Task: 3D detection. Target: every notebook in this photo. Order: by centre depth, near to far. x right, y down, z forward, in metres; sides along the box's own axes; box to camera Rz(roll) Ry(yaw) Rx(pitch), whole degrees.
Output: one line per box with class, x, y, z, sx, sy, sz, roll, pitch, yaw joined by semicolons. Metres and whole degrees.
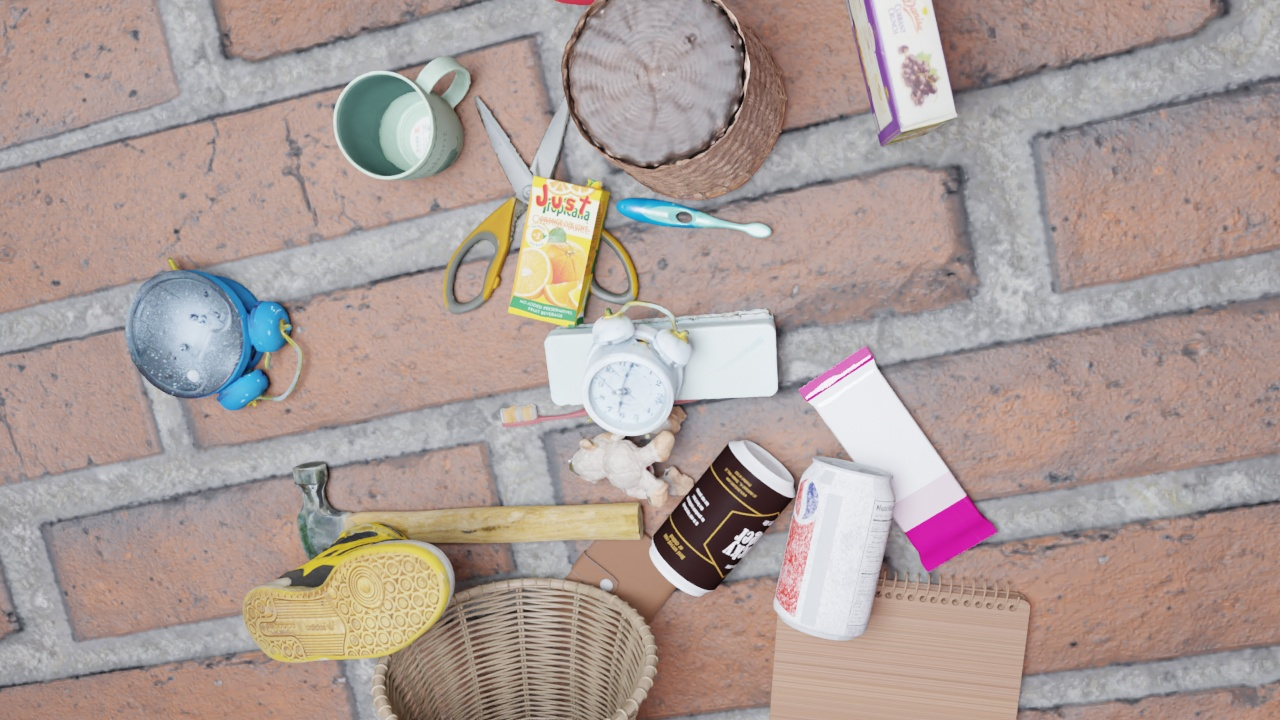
notebook;0.225;0.268;0.813;0.210;0.022;0.169;4;100;8

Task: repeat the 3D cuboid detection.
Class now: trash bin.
trash bin;0.032;-0.196;0.674;0.151;0.210;0.151;1;99;8

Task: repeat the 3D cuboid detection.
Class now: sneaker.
sneaker;-0.216;0.184;0.771;0.239;0.121;0.086;-19;95;32

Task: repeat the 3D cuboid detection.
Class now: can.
can;0.161;0.153;0.757;0.078;0.078;0.136;12;93;7
can;0.070;0.135;0.791;0.072;0.071;0.129;38;103;2

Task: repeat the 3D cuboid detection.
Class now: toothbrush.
toothbrush;0.045;-0.121;0.785;0.135;0.017;0.022;12;101;10
toothbrush;-0.036;0.042;0.822;0.184;0.015;0.016;-7;108;9

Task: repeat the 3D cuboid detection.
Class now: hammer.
hammer;-0.161;0.154;0.846;0.331;0.033;0.132;-3;97;12

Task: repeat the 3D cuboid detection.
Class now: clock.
clock;-0.004;0.004;0.741;0.083;0.057;0.118;15;118;2
clock;-0.390;-0.017;0.847;0.161;0.060;0.117;29;101;2

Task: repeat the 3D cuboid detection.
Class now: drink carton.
drink carton;-0.068;-0.095;0.775;0.058;0.041;0.122;14;100;6

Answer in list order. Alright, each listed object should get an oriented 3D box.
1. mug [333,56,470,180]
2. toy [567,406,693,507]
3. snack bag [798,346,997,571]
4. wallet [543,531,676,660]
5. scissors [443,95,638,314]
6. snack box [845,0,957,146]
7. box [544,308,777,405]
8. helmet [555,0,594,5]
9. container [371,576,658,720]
mug;-0.183;-0.202;0.761;0.084;0.104;0.111;42;103;1
toy;-0.011;0.091;0.807;0.106;0.074;0.085;-4;114;15
snack bag;0.220;0.086;0.788;0.070;0.016;0.196;-36;92;13
wallet;-0.023;0.211;0.848;0.087;0.013;0.121;37;103;2
scissors;-0.086;-0.123;0.803;0.226;0.016;0.225;28;102;3
snack box;0.186;-0.237;0.675;0.041;0.147;0.143;-14;97;11
box;0.019;0.001;0.789;0.199;0.070;0.085;-5;79;8
helmet;-0.003;-0.376;0.645;0.271;0.224;0.197;-29;93;13
container;-0.098;0.328;0.774;0.227;0.226;0.196;1;110;9
